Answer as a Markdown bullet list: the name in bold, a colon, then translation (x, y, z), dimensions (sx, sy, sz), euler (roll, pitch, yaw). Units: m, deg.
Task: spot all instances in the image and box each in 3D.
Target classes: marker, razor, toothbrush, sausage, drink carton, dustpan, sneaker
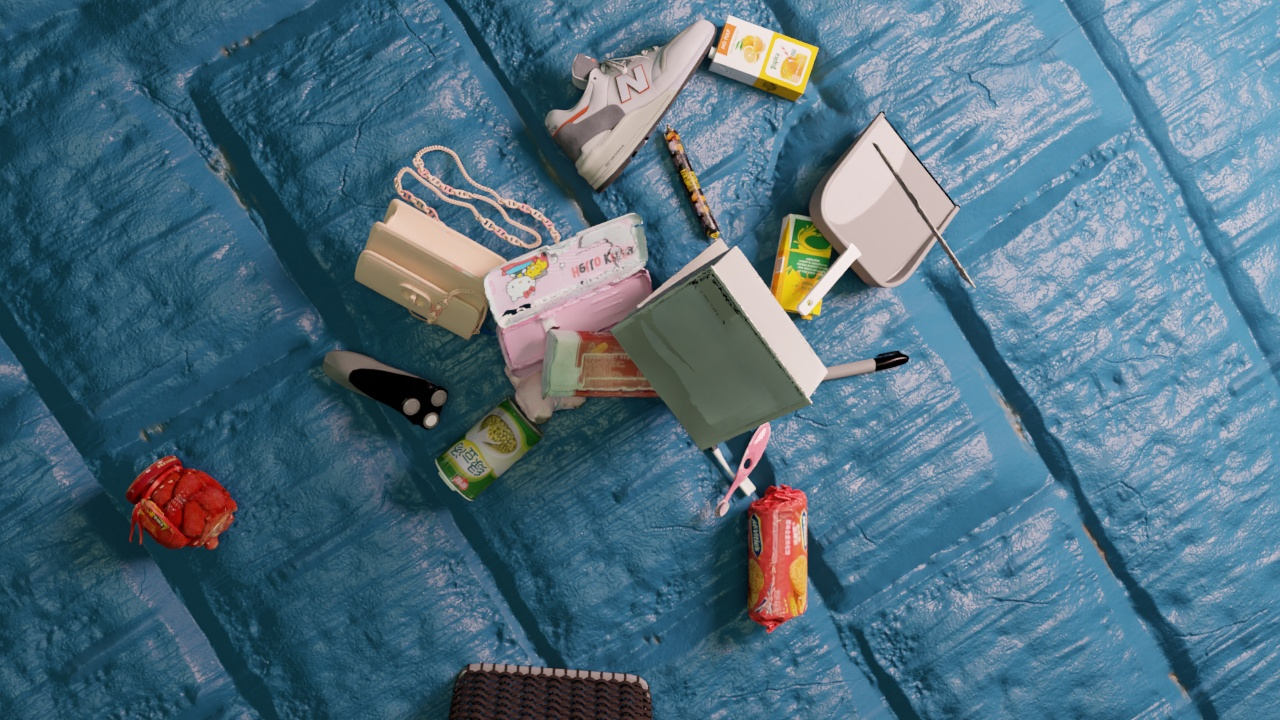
- **marker**: translation (0.271, 0.008, 1.158), dimensions (0.138, 0.016, 0.022), euler (-10, 62, -3)
- **razor**: translation (-0.310, 0.029, 1.103), dimensions (0.156, 0.060, 0.057), euler (25, 102, 15)
- **toothbrush**: translation (0.128, 0.136, 1.141), dimensions (0.021, 0.016, 0.135), euler (33, 79, -12)
- **sausage**: translation (0.062, -0.217, 1.131), dimensions (0.020, 0.020, 0.155), euler (-24, 94, -3)
- **toothbrush**: translation (0.084, 0.094, 1.150), dimensions (0.017, 0.012, 0.187), euler (-38, 94, -15)
- **drink carton**: translation (0.198, -0.114, 1.134), dimensions (0.058, 0.041, 0.122), euler (10, 91, -4)
- **dustpan**: translation (0.268, -0.152, 1.106), dimensions (0.163, 0.033, 0.257), euler (44, 81, -17)
- **toothbrush**: translation (-0.218, -0.045, 1.121), dimensions (0.135, 0.017, 0.021), euler (18, 78, -4)
- **drink carton**: translation (0.146, -0.369, 1.120), dimensions (0.122, 0.040, 0.058), euler (19, 91, -4)
- **sneaker**: translation (-0.022, -0.327, 1.087), dimensions (0.124, 0.089, 0.240), euler (35, 93, -7)

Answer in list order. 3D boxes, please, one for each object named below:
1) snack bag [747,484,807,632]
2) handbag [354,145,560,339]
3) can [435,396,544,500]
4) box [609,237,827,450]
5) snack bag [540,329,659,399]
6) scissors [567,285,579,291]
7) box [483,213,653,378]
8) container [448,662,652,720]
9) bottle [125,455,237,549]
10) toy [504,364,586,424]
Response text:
- **snack bag**: translation (0.167, 0.239, 1.131), dimensions (0.082, 0.082, 0.176), euler (0, 92, -4)
- **handbag**: translation (-0.220, -0.129, 1.103), dimensions (0.198, 0.117, 0.186), euler (29, 45, -8)
- **can**: translation (-0.182, 0.107, 1.105), dimensions (0.121, 0.067, 0.067), euler (-41, 94, -2)
- **box**: translation (0.081, -0.033, 1.075), dimensions (0.165, 0.445, 0.167), euler (-36, 97, 6)
- **snack bag**: translation (-0.006, 0.006, 1.087), dimensions (0.225, 0.041, 0.077), euler (2, 111, -21)
- **scissors**: translation (-0.057, -0.072, 1.131), dimensions (0.118, 0.019, 0.148), euler (-2, 96, -6)
- **box**: translation (-0.079, -0.076, 1.069), dimensions (0.201, 0.041, 0.154), euler (-24, 123, -18)
- **container**: translation (-0.110, 0.513, 1.038), dimensions (0.245, 0.243, 0.247), euler (6, 92, -4)
- **bottle**: translation (-0.538, 0.176, 1.071), dimensions (0.111, 0.099, 0.099), euler (42, 89, 0)
- **toy**: translation (-0.123, 0.032, 1.107), dimensions (0.096, 0.098, 0.053), euler (41, 123, 18)
